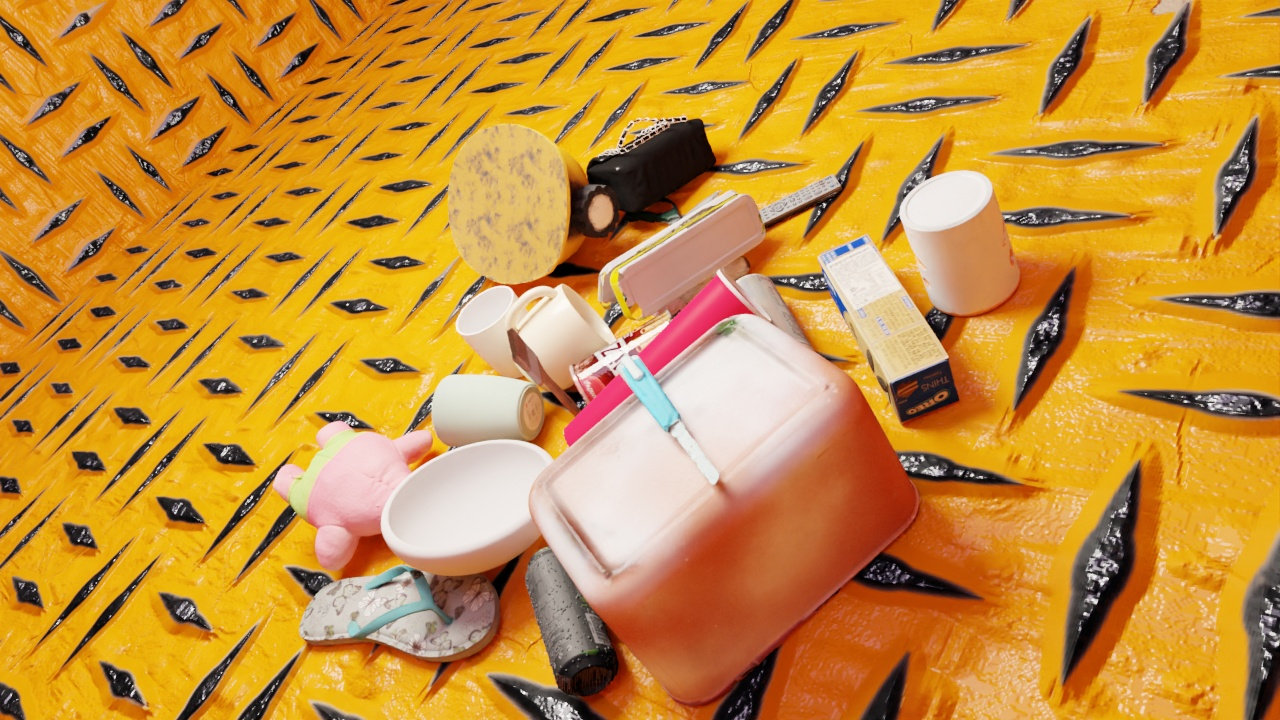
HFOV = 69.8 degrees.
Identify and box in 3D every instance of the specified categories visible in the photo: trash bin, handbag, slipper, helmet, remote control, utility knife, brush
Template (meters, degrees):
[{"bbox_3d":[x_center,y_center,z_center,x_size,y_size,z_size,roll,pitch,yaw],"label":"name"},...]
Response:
[{"bbox_3d":[0.061,0.105,0.727,0.259,0.157,0.181,-39,37,-6],"label":"trash bin"},{"bbox_3d":[0.001,-0.276,1.218,0.153,0.115,0.125,-39,29,-22],"label":"handbag"},{"bbox_3d":[-0.248,0.237,0.910,0.269,0.055,0.098,-8,42,34],"label":"slipper"},{"bbox_3d":[-0.135,-0.209,1.234,0.256,0.205,0.131,14,16,42],"label":"helmet"},{"bbox_3d":[0.168,-0.178,1.076,0.137,0.013,0.033,-27,37,11],"label":"remote control"},{"bbox_3d":[0.017,0.042,0.686,0.022,0.015,0.176,-36,35,1],"label":"utility knife"},{"bbox_3d":[-0.094,0.023,0.949,0.008,0.143,0.045,-29,45,9],"label":"brush"}]

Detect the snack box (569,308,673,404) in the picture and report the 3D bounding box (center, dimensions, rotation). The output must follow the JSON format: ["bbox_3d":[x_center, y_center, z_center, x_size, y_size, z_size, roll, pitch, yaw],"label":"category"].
[{"bbox_3d":[-0.006,0.006,0.960,0.121,0.072,0.072,-31,37,5],"label":"snack box"}]

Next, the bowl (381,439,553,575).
[{"bbox_3d":[-0.159,0.154,0.902,0.177,0.066,0.176,-11,29,6],"label":"bowl"}]

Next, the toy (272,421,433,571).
[{"bbox_3d":[-0.295,0.146,1.022,0.237,0.097,0.191,15,55,30],"label":"toy"}]

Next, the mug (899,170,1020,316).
[{"bbox_3d":[0.287,-0.104,0.825,0.082,0.105,0.082,-22,38,18],"label":"mug"}]

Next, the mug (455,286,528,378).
[{"bbox_3d":[-0.175,-0.034,1.121,0.114,0.088,0.080,17,60,47],"label":"mug"}]

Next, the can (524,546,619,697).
[{"bbox_3d":[-0.061,0.219,0.781,0.054,0.054,0.137,-34,37,1],"label":"can"}]

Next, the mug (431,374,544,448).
[{"bbox_3d":[-0.167,0.071,1.016,0.104,0.084,0.111,0,76,22],"label":"mug"}]

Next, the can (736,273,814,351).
[{"bbox_3d":[0.128,-0.032,0.912,0.054,0.054,0.135,-29,37,8],"label":"can"}]

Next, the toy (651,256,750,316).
[{"bbox_3d":[0.062,-0.085,1.035,0.122,0.038,0.079,-38,33,-18],"label":"toy"}]

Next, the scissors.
[{"bbox_3d":[0.014,-0.158,1.174,0.201,0.015,0.203,-44,36,-11],"label":"scissors"}]

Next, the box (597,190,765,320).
[{"bbox_3d":[0.045,-0.117,0.994,0.209,0.067,0.070,-35,42,-27],"label":"box"}]

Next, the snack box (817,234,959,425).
[{"bbox_3d":[0.223,-0.034,0.841,0.056,0.057,0.206,-24,37,9],"label":"snack box"}]

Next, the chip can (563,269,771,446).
[{"bbox_3d":[0.023,0.015,0.883,0.221,0.069,0.069,-45,35,13],"label":"chip can"}]

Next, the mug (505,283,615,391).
[{"bbox_3d":[-0.101,-0.025,1.028,0.100,0.120,0.096,-41,31,10],"label":"mug"}]
